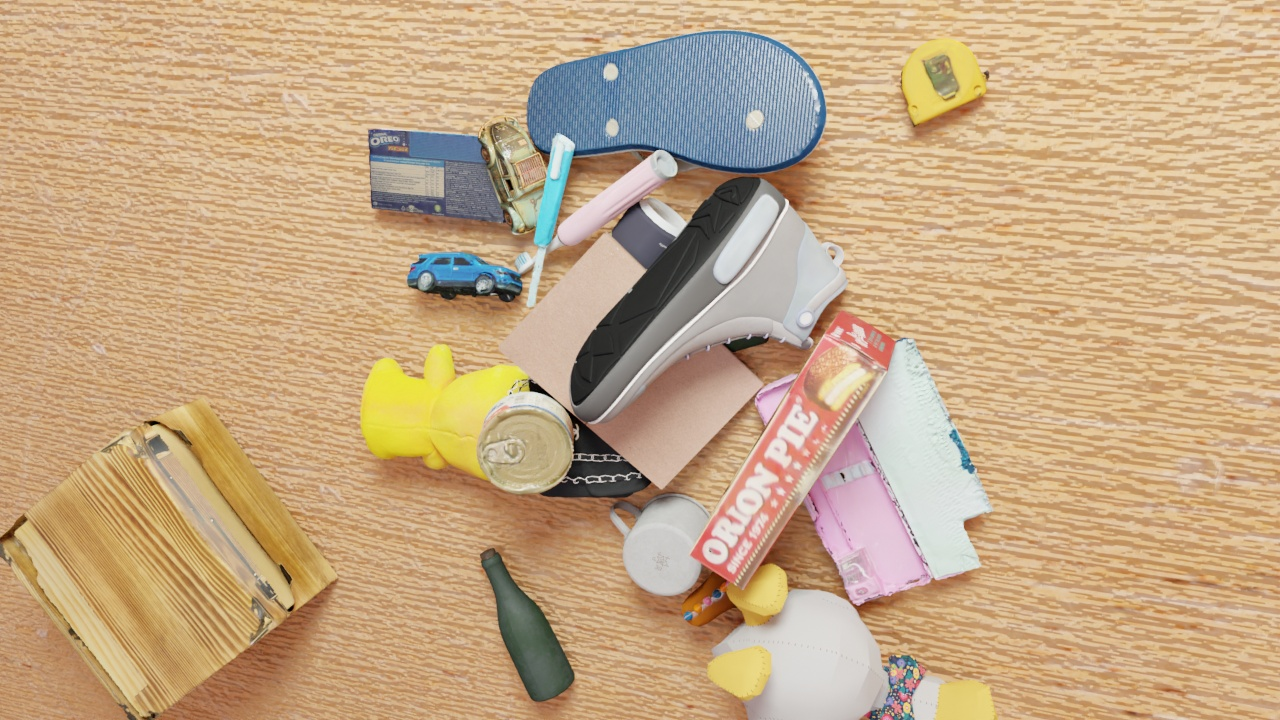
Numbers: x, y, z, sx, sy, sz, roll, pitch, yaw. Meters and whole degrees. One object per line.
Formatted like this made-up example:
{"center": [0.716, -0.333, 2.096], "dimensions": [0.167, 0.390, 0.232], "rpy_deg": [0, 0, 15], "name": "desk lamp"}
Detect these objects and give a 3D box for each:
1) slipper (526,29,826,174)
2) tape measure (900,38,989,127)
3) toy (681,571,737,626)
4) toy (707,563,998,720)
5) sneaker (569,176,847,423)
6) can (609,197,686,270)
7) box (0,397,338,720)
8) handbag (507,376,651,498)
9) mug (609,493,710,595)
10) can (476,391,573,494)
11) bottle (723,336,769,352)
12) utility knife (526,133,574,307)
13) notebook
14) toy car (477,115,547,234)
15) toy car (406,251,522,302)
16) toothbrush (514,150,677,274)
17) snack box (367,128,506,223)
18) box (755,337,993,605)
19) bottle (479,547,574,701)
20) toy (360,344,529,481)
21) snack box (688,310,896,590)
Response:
{"center": [0.028, -0.225, 0.812], "dimensions": [0.295, 0.060, 0.118], "rpy_deg": [7, 102, 30], "name": "slipper"}
{"center": [0.246, -0.233, 0.752], "dimensions": [0.068, 0.030, 0.059], "rpy_deg": [-21, 100, 22], "name": "tape measure"}
{"center": [0.077, 0.227, 0.900], "dimensions": [0.090, 0.103, 0.070], "rpy_deg": [-38, 73, 1], "name": "toy"}
{"center": [0.177, 0.299, 0.870], "dimensions": [0.267, 0.140, 0.247], "rpy_deg": [35, 148, -29], "name": "toy"}
{"center": [0.065, -0.022, 0.803], "dimensions": [0.160, 0.093, 0.257], "rpy_deg": [36, 95, -26], "name": "sneaker"}
{"center": [-0.012, -0.087, 0.859], "dimensions": [0.064, 0.064, 0.128], "rpy_deg": [40, 113, 3], "name": "can"}
{"center": [-0.541, 0.228, 1.067], "dimensions": [0.248, 0.175, 0.279], "rpy_deg": [-35, 91, 21], "name": "box"}
{"center": [-0.050, 0.062, 0.888], "dimensions": [0.125, 0.114, 0.154], "rpy_deg": [4, 103, 16], "name": "handbag"}
{"center": [0.016, 0.180, 0.925], "dimensions": [0.113, 0.070, 0.084], "rpy_deg": [23, 111, 9], "name": "mug"}
{"center": [-0.103, 0.074, 0.831], "dimensions": [0.086, 0.043, 0.086], "rpy_deg": [-1, 111, -2], "name": "can"}
{"center": [0.070, -0.015, 0.874], "dimensions": [0.106, 0.025, 0.025], "rpy_deg": [-16, 100, 21], "name": "bottle"}
{"center": [-0.091, -0.127, 0.862], "dimensions": [0.022, 0.015, 0.169], "rpy_deg": [25, 114, 20], "name": "utility knife"}
{"center": [-0.005, 0.005, 0.842], "dimensions": [0.209, 0.008, 0.141], "rpy_deg": [42, 94, -18], "name": "notebook"}
{"center": [-0.112, -0.173, 0.860], "dimensions": [0.047, 0.047, 0.112], "rpy_deg": [18, 132, 52], "name": "toy car"}
{"center": [-0.176, -0.084, 0.918], "dimensions": [0.120, 0.056, 0.043], "rpy_deg": [6, 84, 22], "name": "toy car"}
{"center": [-0.051, -0.129, 0.849], "dimensions": [0.223, 0.027, 0.026], "rpy_deg": [-27, 86, 42], "name": "toothbrush"}
{"center": [-0.198, -0.185, 0.911], "dimensions": [0.150, 0.027, 0.082], "rpy_deg": [9, 106, 14], "name": "snack box"}
{"center": [0.224, 0.103, 0.853], "dimensions": [0.160, 0.035, 0.230], "rpy_deg": [-24, 97, 23], "name": "box"}
{"center": [-0.132, 0.287, 1.012], "dimensions": [0.055, 0.055, 0.174], "rpy_deg": [-22, 96, 22], "name": "bottle"}
{"center": [-0.200, 0.057, 0.950], "dimensions": [0.194, 0.087, 0.134], "rpy_deg": [8, 104, 17], "name": "toy"}
{"center": [0.133, 0.076, 0.798], "dimensions": [0.060, 0.113, 0.237], "rpy_deg": [32, 112, 9], "name": "snack box"}
